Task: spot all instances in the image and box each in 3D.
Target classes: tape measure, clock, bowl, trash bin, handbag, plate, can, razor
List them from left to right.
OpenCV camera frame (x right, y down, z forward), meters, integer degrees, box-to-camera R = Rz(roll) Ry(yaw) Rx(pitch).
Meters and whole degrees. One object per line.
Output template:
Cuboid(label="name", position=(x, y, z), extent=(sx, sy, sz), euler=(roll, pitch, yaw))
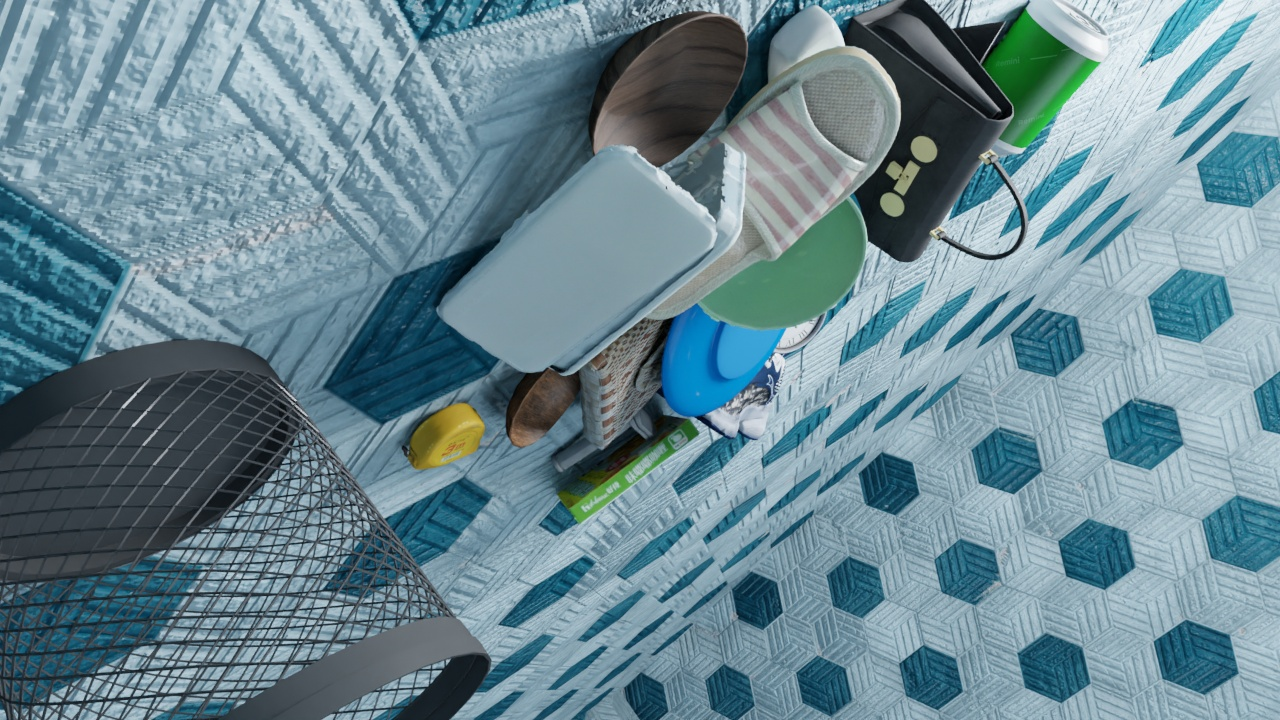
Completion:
Cuboid(label="trash bin", position=(-0.236, 0.135, 0.505), extent=(0.217, 0.227, 0.218), euler=(-34, 159, -15))
Cuboid(label="tape measure", position=(-0.162, 0.062, 0.764), extent=(0.068, 0.030, 0.059), euler=(-23, 154, -42))
Cuboid(label="bowl", position=(-0.089, 0.028, 0.815), extent=(0.102, 0.026, 0.114), euler=(-51, 164, -9))
Cuboid(label="razor", position=(-0.045, 0.085, 1.006), extent=(0.116, 0.047, 0.088), euler=(-32, 160, 3))
Cuboid(label="handbag", position=(-0.005, 0.005, 0.867), extent=(0.124, 0.047, 0.186), euler=(-44, 161, -21))
Cuboid(label="bowl", position=(0.010, -0.171, 0.569), extent=(0.119, 0.032, 0.119), euler=(-34, 159, -15))
Cuboid(label="plate", position=(0.104, -0.038, 0.894), extent=(0.223, 0.024, 0.225), euler=(-36, 143, -33))
Cuboid(label="bowl", position=(0.106, -0.105, 0.762), extent=(0.151, 0.076, 0.151), euler=(0, 127, -1))
Cuboid(label="clock", position=(0.170, -0.061, 1.013), extent=(0.122, 0.035, 0.094), euler=(-42, 133, 2))
Cuboid(label="handbag", position=(0.232, -0.156, 0.742), extent=(0.072, 0.195, 0.176), euler=(-29, 157, -25))
Cuboid(label="bowl", position=(0.254, -0.242, 0.786), extent=(0.124, 0.052, 0.124), euler=(-56, 170, -15))
Cuboid(label="can", position=(0.379, -0.276, 0.899), extent=(0.087, 0.088, 0.140), euler=(-18, 151, -45))

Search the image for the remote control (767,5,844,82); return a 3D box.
Cuboid(label="remote control", position=(0.123, -0.214, 0.677), extent=(0.060, 0.028, 0.114), euler=(-39, 160, 4))

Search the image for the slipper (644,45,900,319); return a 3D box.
Cuboid(label="slipper", position=(0.073, -0.116, 0.671), extent=(0.264, 0.115, 0.052), euler=(-39, -153, 29))

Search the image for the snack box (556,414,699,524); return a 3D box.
Cuboid(label="snack box", position=(-0.018, 0.122, 1.070), extent=(0.168, 0.027, 0.132), euler=(-36, -174, -9))

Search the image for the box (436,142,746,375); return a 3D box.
Cuboid(label="box", position=(-0.029, -0.082, 0.623), extent=(0.129, 0.104, 0.211), euler=(34, 133, -28))

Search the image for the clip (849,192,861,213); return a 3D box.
Cuboid(label="clip", position=(0.144, -0.155, 0.795), extent=(0.033, 0.122, 0.120), euler=(-33, -169, -23))

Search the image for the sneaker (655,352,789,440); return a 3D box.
Cuboid(label="sneaker", position=(0.111, 0.014, 1.072), extent=(0.132, 0.103, 0.269), euler=(-58, 157, 8))
